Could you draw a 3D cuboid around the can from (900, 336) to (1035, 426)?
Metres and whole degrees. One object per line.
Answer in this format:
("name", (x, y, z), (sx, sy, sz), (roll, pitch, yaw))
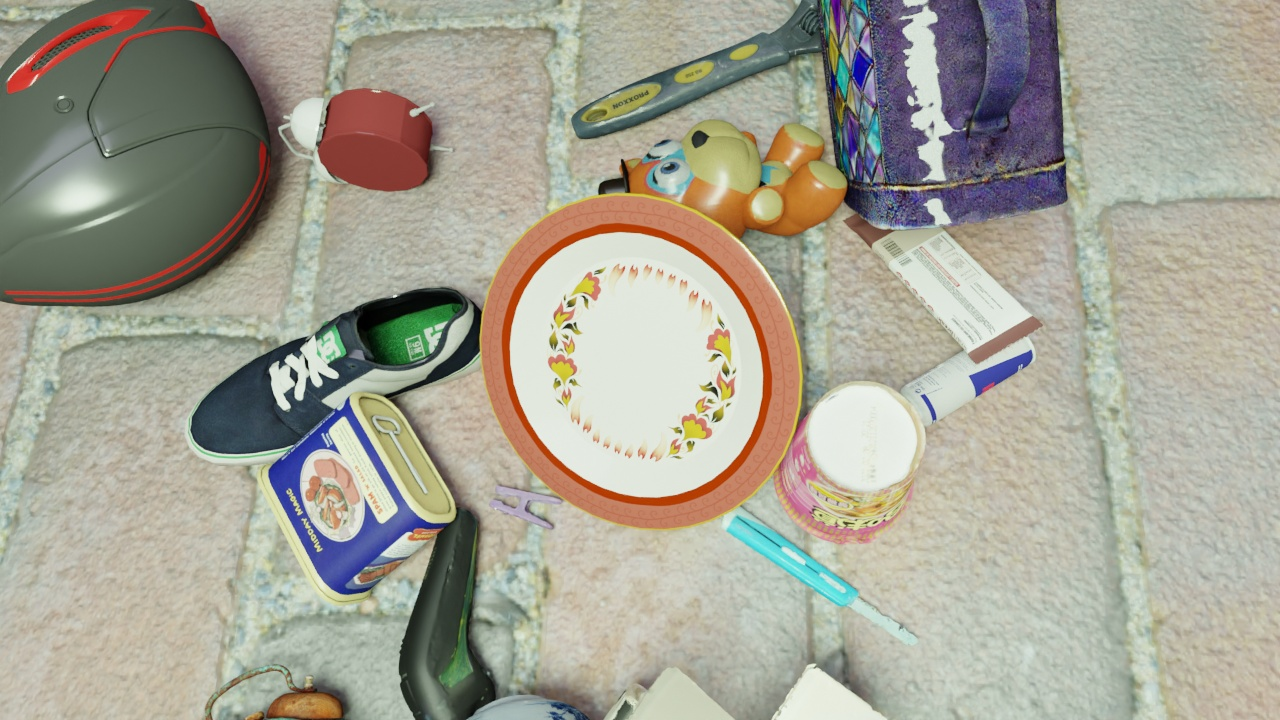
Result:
("can", (0.228, 0.011, 0.643), (0.095, 0.032, 0.032), (-30, 71, -6))

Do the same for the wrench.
("wrench", (0.073, -0.236, 0.735), (0.273, 0.022, 0.073), (-21, 71, 5))

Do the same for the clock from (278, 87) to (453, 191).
("clock", (-0.218, -0.172, 0.720), (0.124, 0.087, 0.044), (2, 70, 3))

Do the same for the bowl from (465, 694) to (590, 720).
("bowl", (-0.075, 0.239, 0.561), (0.114, 0.114, 0.045), (-19, 43, -2))

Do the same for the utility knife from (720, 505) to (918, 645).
("utility knife", (0.119, 0.144, 0.617), (0.151, 0.015, 0.022), (32, 51, 13))

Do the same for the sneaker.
("sneaker", (-0.226, 0.005, 0.663), (0.235, 0.079, 0.084), (-23, 71, -2))

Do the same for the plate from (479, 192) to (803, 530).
("plate", (-0.004, 0.004, 0.613), (0.230, 0.021, 0.230), (7, 108, 22))

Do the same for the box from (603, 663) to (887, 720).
("box", (0.062, 0.208, 0.500), (0.143, 0.193, 0.106), (35, 79, 9))

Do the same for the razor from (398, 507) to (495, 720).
("razor", (-0.124, 0.175, 0.615), (0.067, 0.054, 0.151), (14, 62, -18))

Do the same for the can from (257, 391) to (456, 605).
("can", (-0.192, 0.091, 0.627), (0.092, 0.056, 0.116), (-40, 71, 11))

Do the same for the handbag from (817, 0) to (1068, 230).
("handbag", (0.196, -0.198, 0.598), (0.125, 0.222, 0.205), (-9, 102, 2))

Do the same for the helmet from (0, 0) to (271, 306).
("helmet", (-0.377, -0.139, 0.683), (0.170, 0.164, 0.264), (41, 70, 6))

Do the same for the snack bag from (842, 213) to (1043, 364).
("snack bag", (0.216, -0.065, 0.668), (0.057, 0.013, 0.158), (-31, 57, -5))

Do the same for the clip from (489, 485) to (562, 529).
("clip", (-0.082, 0.102, 0.651), (0.052, 0.013, 0.035), (17, 72, 14))

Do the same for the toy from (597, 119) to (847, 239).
("toy", (0.057, -0.125, 0.677), (0.176, 0.096, 0.112), (-17, 42, 4))

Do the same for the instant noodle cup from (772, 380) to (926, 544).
("instant noodle cup", (0.137, 0.062, 0.593), (0.098, 0.109, 0.097), (-2, 70, 5))

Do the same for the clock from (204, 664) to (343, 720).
("clock", (-0.230, 0.271, 0.573), (0.121, 0.073, 0.157), (-26, 70, -4))
